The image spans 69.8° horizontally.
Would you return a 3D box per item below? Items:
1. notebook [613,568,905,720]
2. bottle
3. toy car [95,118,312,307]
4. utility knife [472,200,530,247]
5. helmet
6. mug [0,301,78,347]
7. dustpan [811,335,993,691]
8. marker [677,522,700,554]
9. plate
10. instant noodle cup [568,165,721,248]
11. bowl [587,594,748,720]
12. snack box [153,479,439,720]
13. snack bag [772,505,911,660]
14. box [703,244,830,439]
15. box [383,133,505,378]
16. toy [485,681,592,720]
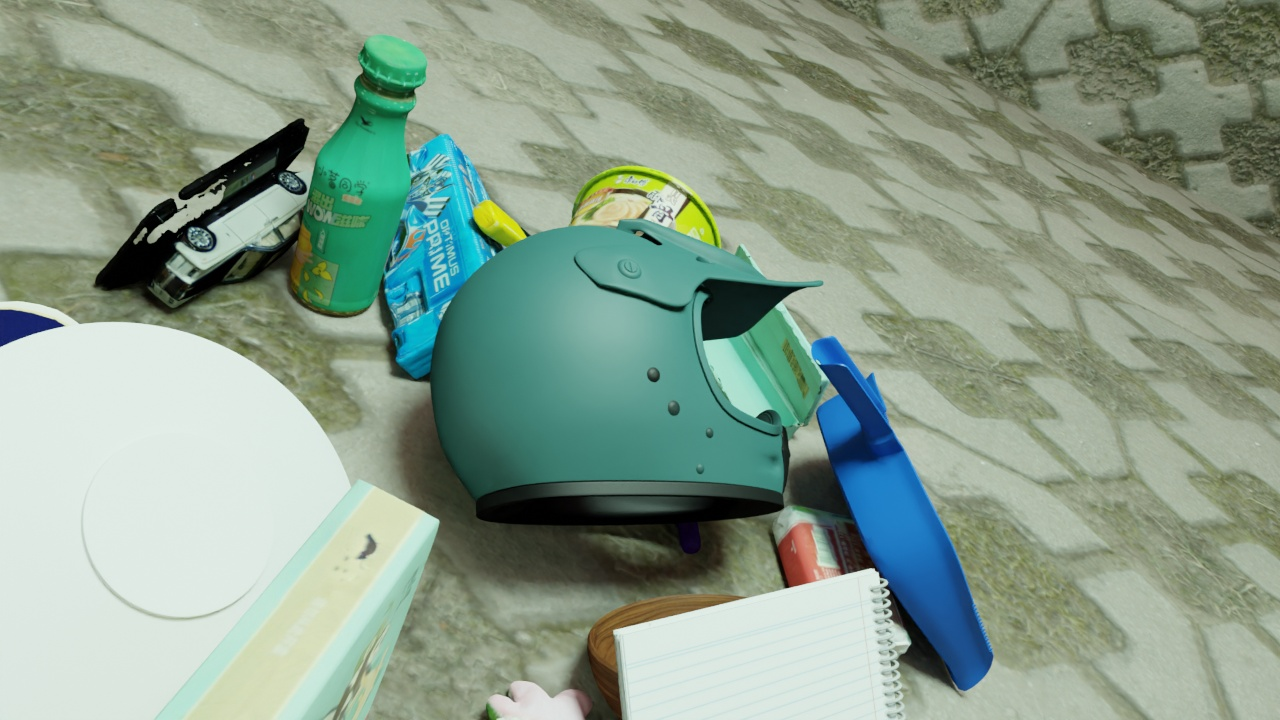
[{"bbox_3d":[0.075,0.238,0.443,0.177,0.013,0.245,-2,83,-36],"label":"notebook"},{"bbox_3d":[-0.203,-0.131,0.669,0.068,0.210,0.068,19,36,-14],"label":"bottle"},{"bbox_3d":[-0.302,-0.103,0.691,0.071,0.094,0.191,45,32,-13],"label":"toy car"},{"bbox_3d":[-0.098,-0.097,0.796,0.028,0.020,0.172,63,11,19],"label":"utility knife"},{"bbox_3d":[-0.004,0.004,0.628,0.274,0.177,0.200,5,71,-24],"label":"helmet"},{"bbox_3d":[-0.335,0.023,0.507,0.112,0.086,0.089,49,16,-39],"label":"mug"},{"bbox_3d":[0.174,0.078,0.683,0.257,0.060,0.245,47,21,-37],"label":"dustpan"},{"bbox_3d":[0.031,0.094,0.715,0.015,0.018,0.133,-1,40,-6],"label":"marker"},{"bbox_3d":[-0.228,0.082,0.446,0.229,0.030,0.229,31,46,-39],"label":"plate"},{"bbox_3d":[-0.009,-0.090,0.821,0.146,0.147,0.097,29,46,1],"label":"instant noodle cup"},{"bbox_3d":[0.043,0.194,0.536,0.147,0.069,0.147,0,5,0],"label":"bowl"},{"bbox_3d":[-0.148,0.158,0.355,0.044,0.194,0.141,27,34,1],"label":"snack box"},{"bbox_3d":[0.148,0.166,0.689,0.077,0.036,0.115,14,37,-21],"label":"snack bag"},{"bbox_3d":[0.098,-0.024,0.846,0.077,0.093,0.188,5,42,-32],"label":"box"},{"bbox_3d":[-0.153,-0.075,0.785,0.115,0.094,0.243,53,10,-47],"label":"box"},{"bbox_3d":[-0.053,0.214,0.490,0.095,0.041,0.108,22,29,-7],"label":"toy"}]
